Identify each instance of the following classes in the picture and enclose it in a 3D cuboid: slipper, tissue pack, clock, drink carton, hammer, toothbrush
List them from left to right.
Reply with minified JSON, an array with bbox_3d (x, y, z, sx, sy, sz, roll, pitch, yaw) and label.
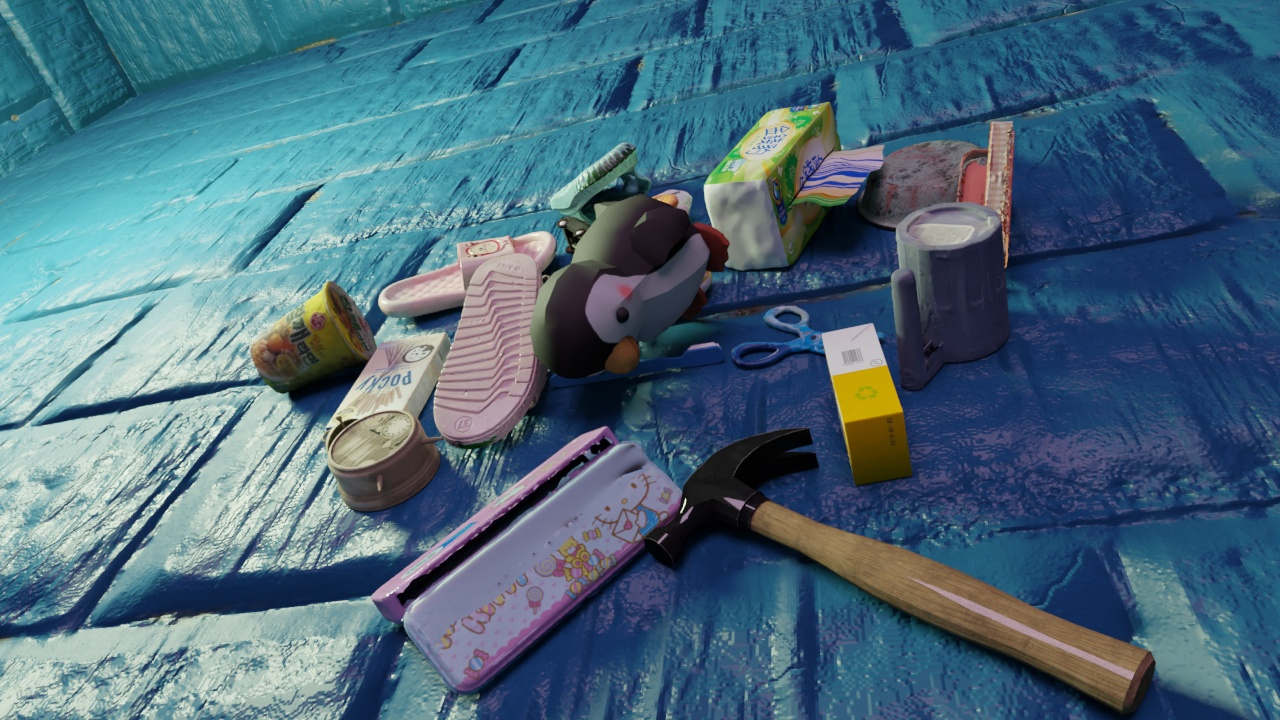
[{"bbox_3d":[-0.244,0.079,0.821,0.141,0.055,0.092,15,45,38],"label":"clock"},{"bbox_3d":[-0.204,-0.107,1.082,0.221,0.056,0.106,-20,30,-1],"label":"slipper"},{"bbox_3d":[-0.132,-0.006,0.885,0.094,0.064,0.238,-7,47,10],"label":"slipper"},{"bbox_3d":[-0.046,-0.207,1.118,0.116,0.069,0.276,-35,10,-5],"label":"slipper"},{"bbox_3d":[-0.005,0.005,0.849,0.167,0.016,0.014,-9,31,15],"label":"toothbrush"},{"bbox_3d":[0.174,-0.188,0.963,0.142,0.120,0.197,3,44,34],"label":"tissue pack"},{"bbox_3d":[0.167,0.028,0.686,0.040,0.058,0.122,-12,33,10],"label":"drink carton"},{"bbox_3d":[0.152,0.126,0.571,0.306,0.040,0.132,18,51,43],"label":"hammer"}]

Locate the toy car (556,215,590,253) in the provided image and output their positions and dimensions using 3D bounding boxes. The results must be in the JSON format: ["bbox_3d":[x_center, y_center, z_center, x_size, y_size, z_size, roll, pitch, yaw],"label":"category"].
[{"bbox_3d":[-0.066,-0.144,1.080,0.037,0.040,0.092,-28,31,-16],"label":"toy car"}]

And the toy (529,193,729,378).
[{"bbox_3d":[-0.033,-0.062,0.820,0.140,0.159,0.183,37,52,10],"label":"toy"}]

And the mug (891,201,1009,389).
[{"bbox_3d":[0.238,-0.053,0.731,0.084,0.104,0.123,18,47,42],"label":"mug"}]

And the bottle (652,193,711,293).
[{"bbox_3d":[0.032,-0.111,0.918,0.063,0.109,0.063,-13,33,8],"label":"bottle"}]

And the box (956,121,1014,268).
[{"bbox_3d":[0.316,-0.148,0.844,0.077,0.054,0.186,-32,31,47],"label":"box"}]

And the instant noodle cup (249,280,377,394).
[{"bbox_3d":[-0.358,-0.019,0.998,0.108,0.102,0.102,-27,32,2],"label":"instant noodle cup"}]

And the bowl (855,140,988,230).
[{"bbox_3d":[0.305,-0.192,0.968,0.157,0.038,0.157,-13,32,8],"label":"bowl"}]

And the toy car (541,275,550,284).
[{"bbox_3d":[-0.126,-0.060,0.986,0.048,0.040,0.112,-7,34,19],"label":"toy car"}]

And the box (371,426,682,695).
[{"bbox_3d":[-0.082,0.129,0.663,0.213,0.062,0.140,-37,39,-27],"label":"box"}]

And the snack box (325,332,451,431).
[{"bbox_3d":[-0.251,0.027,0.930,0.082,0.026,0.149,-8,33,14],"label":"snack box"}]

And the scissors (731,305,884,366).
[{"bbox_3d":[0.142,-0.011,0.806,0.113,0.013,0.141,-33,36,-24],"label":"scissors"}]

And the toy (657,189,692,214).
[{"bbox_3d":[0.027,-0.175,1.084,0.076,0.037,0.125,-26,25,2],"label":"toy"}]
